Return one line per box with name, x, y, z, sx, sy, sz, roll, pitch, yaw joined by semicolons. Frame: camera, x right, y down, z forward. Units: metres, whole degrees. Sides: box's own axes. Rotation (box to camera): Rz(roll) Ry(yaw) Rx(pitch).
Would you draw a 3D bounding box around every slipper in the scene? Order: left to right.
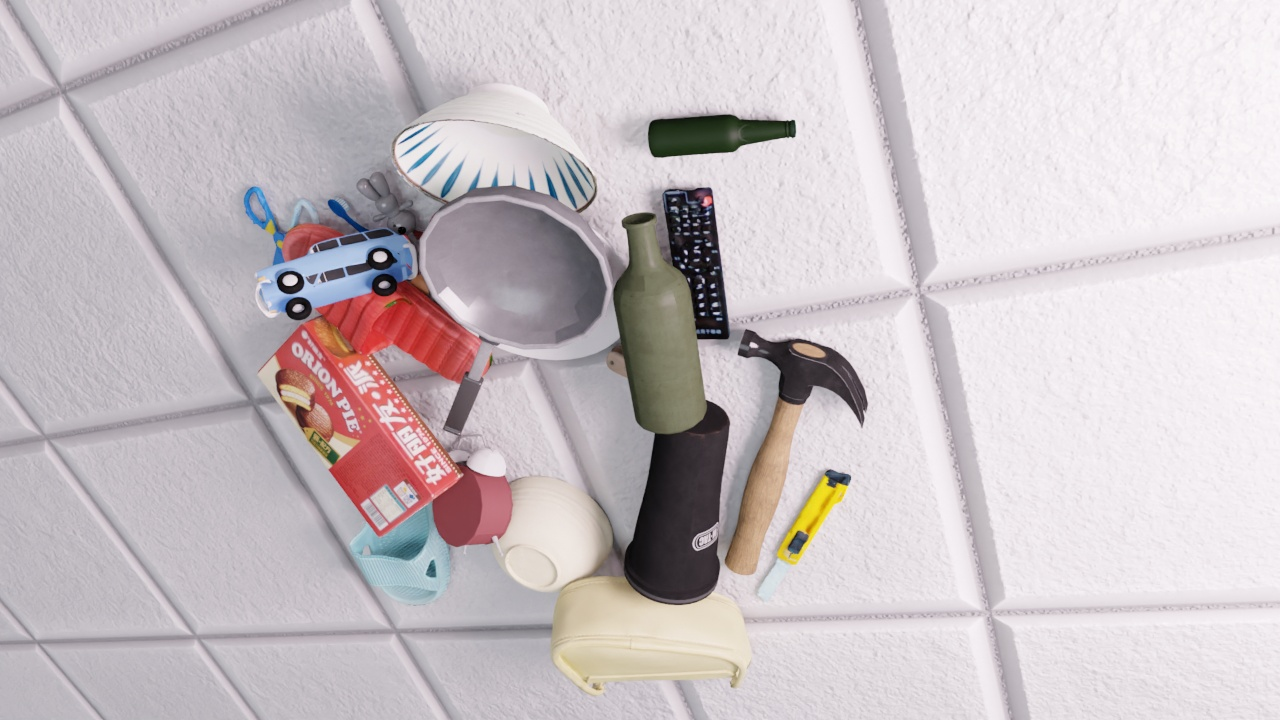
slipper;-0.273;-0.045;0.961;0.248;0.059;0.104;36;135;-11
slipper;-0.300;0.223;1.149;0.116;0.069;0.277;12;124;7

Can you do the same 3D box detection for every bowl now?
bowl;-0.120;-0.190;0.795;0.177;0.070;0.177;7;164;2
bowl;-0.114;0.218;1.076;0.151;0.075;0.151;9;125;13

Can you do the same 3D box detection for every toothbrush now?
toothbrush;-0.268;-0.118;0.946;0.022;0.017;0.135;-31;112;36

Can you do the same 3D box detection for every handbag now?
handbag;0.016;0.328;1.075;0.233;0.088;0.191;-2;138;1

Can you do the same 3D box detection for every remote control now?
remote control;0.054;-0.089;0.852;0.047;0.022;0.150;1;120;19

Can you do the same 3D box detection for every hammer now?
hammer;0.139;0.113;0.948;0.132;0.040;0.306;18;127;11

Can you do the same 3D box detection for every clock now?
clock;-0.191;0.153;1.047;0.096;0.048;0.137;-8;80;41

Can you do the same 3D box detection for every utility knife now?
utility knife;0.174;0.196;1.003;0.030;0.019;0.218;29;130;10

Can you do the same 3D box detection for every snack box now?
snack box;-0.314;0.071;1.024;0.113;0.060;0.236;-37;91;33

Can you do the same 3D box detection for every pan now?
pan;-0.143;-0.033;0.900;0.178;0.041;0.358;23;136;-9

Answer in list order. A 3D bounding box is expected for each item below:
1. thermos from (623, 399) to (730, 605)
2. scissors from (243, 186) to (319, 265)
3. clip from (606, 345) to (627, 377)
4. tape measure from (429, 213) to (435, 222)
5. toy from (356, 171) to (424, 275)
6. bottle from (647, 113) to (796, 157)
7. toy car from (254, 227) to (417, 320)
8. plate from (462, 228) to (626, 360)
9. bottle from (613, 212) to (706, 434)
thermos;0.043;0.149;0.967;0.106;0.105;0.219;13;120;11
scissors;-0.372;-0.126;0.979;0.110;0.018;0.131;0;122;22
clip;-0.004;0.004;0.934;0.061;0.049;0.026;45;139;38
tape measure;-0.177;-0.132;0.903;0.059;0.019;0.051;-35;104;26
toy;-0.238;-0.137;0.913;0.049;0.030;0.112;-18;125;22
bottle;0.069;-0.191;0.773;0.123;0.032;0.033;0;122;18
toy car;-0.293;-0.086;0.883;0.054;0.153;0.056;62;159;25
plate;-0.107;-0.077;0.897;0.209;0.015;0.209;8;139;7
bottle;0.014;-0.034;0.847;0.071;0.071;0.207;0;120;19
